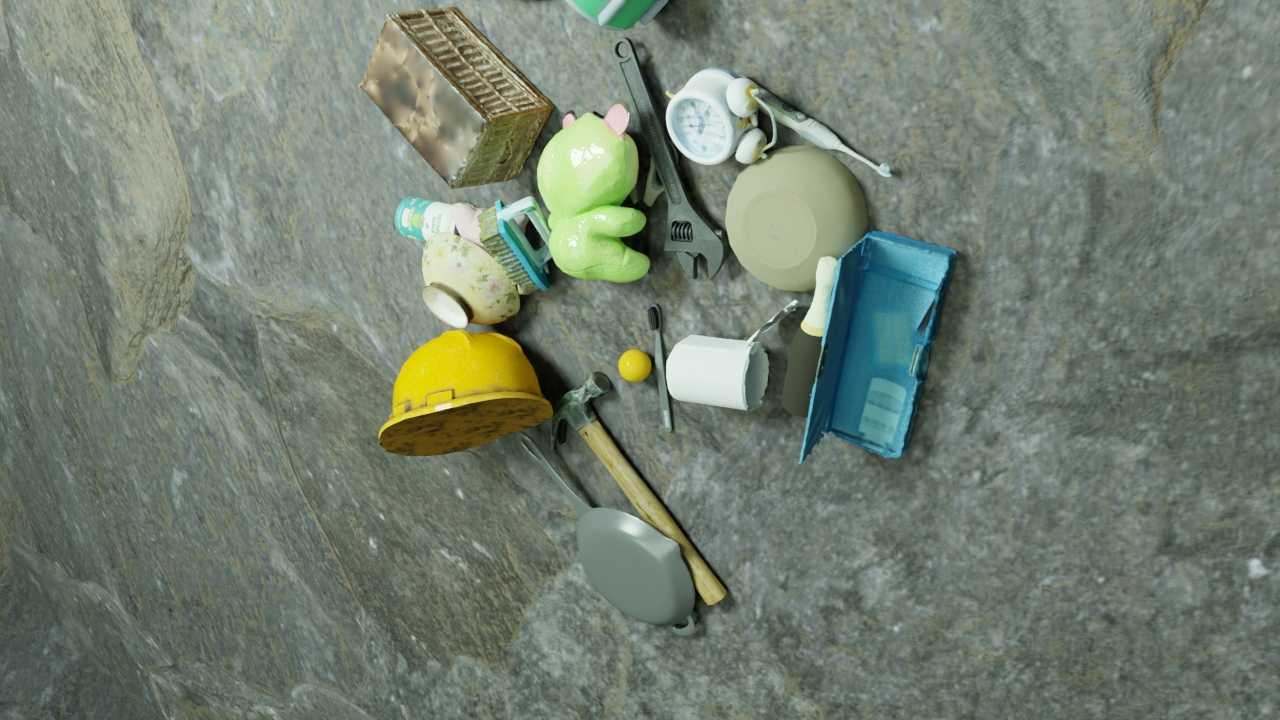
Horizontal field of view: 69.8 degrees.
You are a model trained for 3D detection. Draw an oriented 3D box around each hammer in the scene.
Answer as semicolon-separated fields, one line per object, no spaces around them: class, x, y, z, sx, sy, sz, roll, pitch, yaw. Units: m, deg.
hammer;0.000;0.178;1.191;0.133;0.033;0.330;-38;88;37

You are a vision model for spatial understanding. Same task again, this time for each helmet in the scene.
helmet;-0.234;0.030;1.200;0.256;0.205;0.131;-26;67;45

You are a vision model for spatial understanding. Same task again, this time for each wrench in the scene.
wrench;0.027;-0.215;0.993;0.073;0.018;0.273;-15;101;35

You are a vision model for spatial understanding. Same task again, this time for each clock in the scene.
clock;-0.043;-0.410;0.903;0.076;0.121;0.161;-36;85;39
clock;0.084;-0.243;0.923;0.125;0.051;0.089;16;136;35

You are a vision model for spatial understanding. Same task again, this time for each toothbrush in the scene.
toothbrush;0.168;-0.229;0.907;0.185;0.022;0.024;37;144;16
toothbrush;0.025;0.012;1.114;0.013;0.013;0.167;6;116;31

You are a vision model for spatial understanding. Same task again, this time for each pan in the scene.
pan;-0.055;0.236;1.229;0.354;0.024;0.217;50;138;1

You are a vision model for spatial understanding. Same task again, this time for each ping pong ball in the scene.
ping pong ball;-0.007;0.006;1.113;0.040;0.040;0.040;14;117;28

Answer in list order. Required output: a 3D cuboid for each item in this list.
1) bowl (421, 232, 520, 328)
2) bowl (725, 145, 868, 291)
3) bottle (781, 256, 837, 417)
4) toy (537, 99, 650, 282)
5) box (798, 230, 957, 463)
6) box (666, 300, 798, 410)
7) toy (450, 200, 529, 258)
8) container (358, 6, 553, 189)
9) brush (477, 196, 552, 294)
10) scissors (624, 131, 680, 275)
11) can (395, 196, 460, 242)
bowl;-0.230;-0.088;1.169;0.145;0.063;0.145;25;148;17
bowl;0.151;-0.139;0.938;0.152;0.050;0.152;14;117;28
bottle;0.181;-0.025;0.953;0.045;0.045;0.185;22;131;24
toy;-0.059;-0.178;1.018;0.150;0.107;0.197;16;127;52
box;0.230;0.000;0.910;0.094;0.112;0.232;21;120;26
box;0.102;-0.011;1.012;0.147;0.084;0.136;10;109;28
toy;-0.187;-0.155;1.152;0.099;0.052;0.096;6;132;5
container;-0.218;-0.305;1.069;0.198;0.112;0.114;46;128;9
brush;-0.135;-0.133;1.106;0.075;0.055;0.136;-20;142;9
scissors;-0.004;-0.185;1.046;0.150;0.012;0.165;47;130;8
can;-0.266;-0.179;1.192;0.102;0.054;0.055;16;118;27
